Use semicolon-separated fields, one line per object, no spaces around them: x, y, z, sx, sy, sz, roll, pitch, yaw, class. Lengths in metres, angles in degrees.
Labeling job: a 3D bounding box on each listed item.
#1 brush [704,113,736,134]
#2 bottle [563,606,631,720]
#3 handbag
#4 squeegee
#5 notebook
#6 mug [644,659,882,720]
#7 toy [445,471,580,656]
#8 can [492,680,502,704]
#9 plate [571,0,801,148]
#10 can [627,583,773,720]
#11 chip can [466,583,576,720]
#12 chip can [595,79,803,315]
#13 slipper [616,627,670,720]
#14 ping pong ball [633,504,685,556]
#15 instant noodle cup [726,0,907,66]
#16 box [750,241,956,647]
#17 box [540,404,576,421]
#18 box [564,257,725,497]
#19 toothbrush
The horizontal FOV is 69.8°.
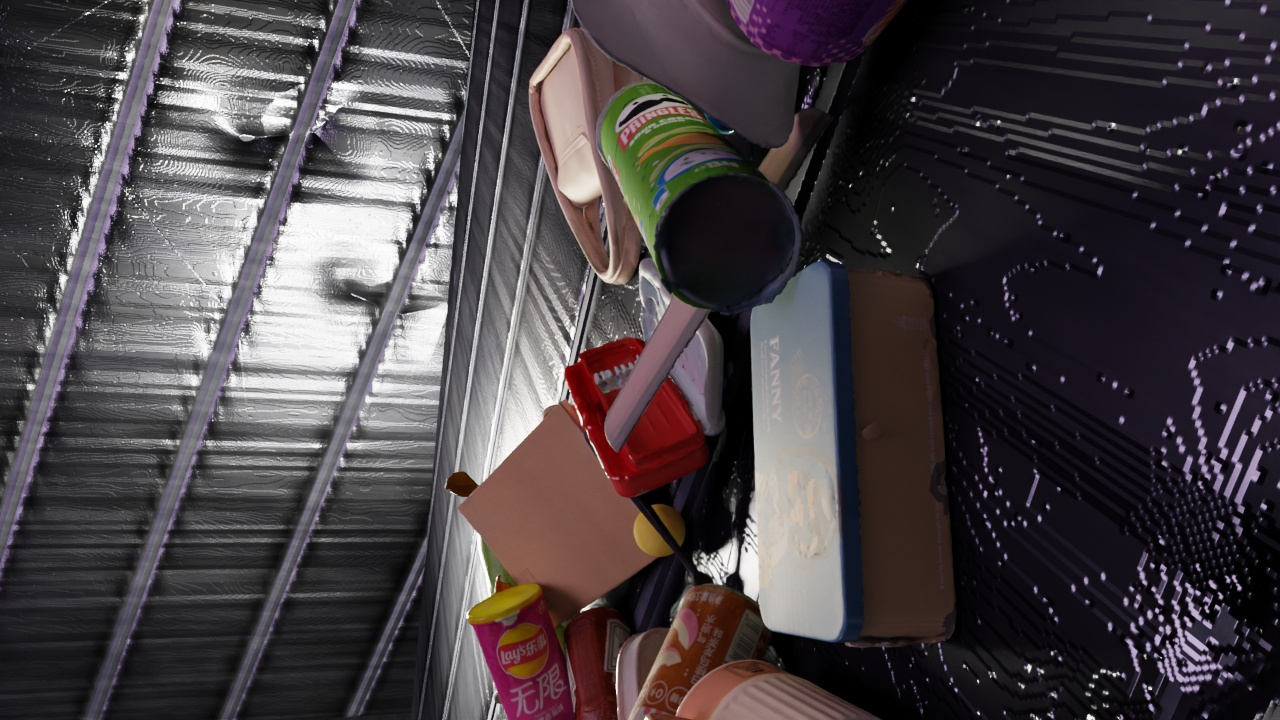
0.056;-0.189;0.612;0.143;0.055;0.073;-122;13;-66;brush
-0.023;0.306;0.768;0.205;0.059;0.060;-107;26;-47;bottle
-0.039;-0.190;0.894;0.193;0.093;0.234;171;93;-72;handbag
0.022;-0.095;0.665;0.248;0.040;0.249;-59;16;19;squeegee
-0.074;0.144;0.809;0.149;0.012;0.212;52;133;7;notebook
0.059;0.192;0.436;0.106;0.114;0.081;165;122;-69;mug
-0.118;0.228;0.975;0.246;0.090;0.227;68;-167;14;toy
-0.146;0.359;1.126;0.075;0.075;0.111;113;153;-48;can
0.039;-0.210;0.494;0.034;0.163;0.164;-21;58;48;plate
0.026;0.203;0.524;0.147;0.058;0.058;-59;0;-34;can
-0.088;0.314;0.835;0.210;0.071;0.071;70;163;-4;chip can
0.024;-0.103;0.518;0.235;0.072;0.072;-109;27;-62;chip can
0.022;0.296;0.554;0.055;0.114;0.273;-42;41;33;slipper
0.015;0.131;0.707;0.040;0.040;0.040;-178;91;-73;ping pong ball
0.091;-0.200;0.426;0.099;0.111;0.111;113;156;-70;instant noodle cup
0.096;0.038;0.434;0.090;0.060;0.184;144;125;-67;box
-0.061;0.132;0.865;0.076;0.091;0.169;-107;26;-55;box
0.000;0.001;0.699;0.201;0.119;0.098;-122;11;-63;box
0.005;0.114;0.686;0.181;0.015;0.018;50;148;34;toothbrush
